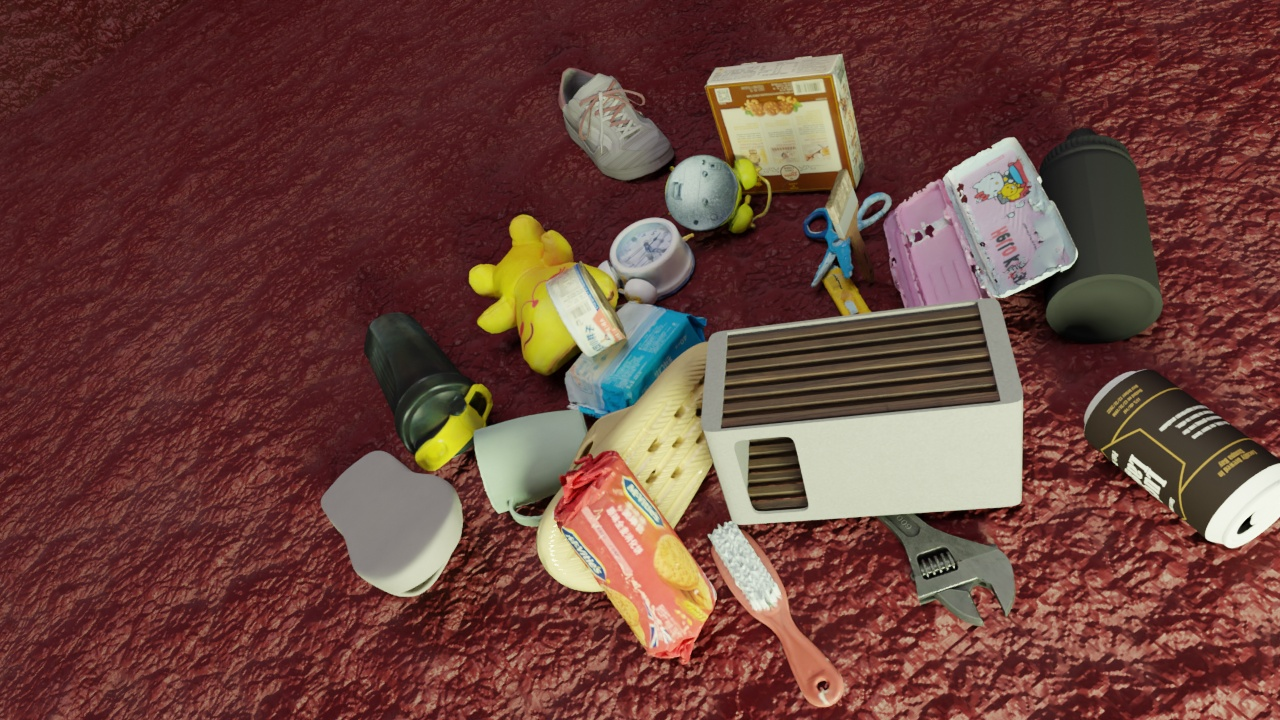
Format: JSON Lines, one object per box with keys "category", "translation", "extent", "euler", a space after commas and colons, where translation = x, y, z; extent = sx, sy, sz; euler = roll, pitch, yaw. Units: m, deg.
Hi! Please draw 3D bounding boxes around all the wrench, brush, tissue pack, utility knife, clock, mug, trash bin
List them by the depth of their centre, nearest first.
{"category": "brush", "translation": [0.103, 0.194, 0.724], "extent": [0.041, 0.030, 0.172], "euler": [-32, 46, -3]}
{"category": "trash bin", "translation": [0.176, 0.044, 0.736], "extent": [0.229, 0.114, 0.114], "euler": [-7, 42, 15]}
{"category": "wrench", "translation": [0.196, 0.114, 0.757], "extent": [0.073, 0.018, 0.273], "euler": [-36, 44, -7]}
{"category": "brush", "translation": [0.202, -0.117, 0.862], "extent": [0.008, 0.143, 0.045], "euler": [9, 65, 33]}
{"category": "mug", "translation": [-0.093, 0.103, 0.862], "extent": [0.104, 0.084, 0.111], "euler": [-16, 51, -2]}
{"category": "utility knife", "translation": [0.208, -0.046, 0.891], "extent": [0.030, 0.017, 0.159], "euler": [-17, 43, -1]}
{"category": "tissue pack", "translation": [-0.005, 0.005, 0.916], "extent": [0.093, 0.062, 0.144], "euler": [16, 58, 41]}
{"category": "clock", "translation": [0.002, -0.102, 1.014], "extent": [0.089, 0.052, 0.125], "euler": [31, 72, 39]}
{"category": "clock", "translation": [0.085, -0.184, 1.020], "extent": [0.119, 0.057, 0.083], "euler": [7, 98, 15]}

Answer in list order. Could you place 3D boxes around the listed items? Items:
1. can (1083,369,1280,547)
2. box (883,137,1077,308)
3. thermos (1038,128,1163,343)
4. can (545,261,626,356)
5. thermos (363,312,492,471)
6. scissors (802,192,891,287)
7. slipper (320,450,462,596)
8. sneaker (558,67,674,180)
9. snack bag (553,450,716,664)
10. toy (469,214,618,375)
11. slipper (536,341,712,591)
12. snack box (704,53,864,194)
{"category": "can", "translation": [0.392, 0.067, 0.663], "extent": [0.072, 0.072, 0.128], "euler": [-33, 46, -4]}
{"category": "box", "translation": [0.301, -0.111, 0.838], "extent": [0.153, 0.037, 0.200], "euler": [-32, 34, 29]}
{"category": "thermos", "translation": [0.398, -0.119, 0.809], "extent": [0.086, 0.086, 0.198], "euler": [-4, 51, 23]}
{"category": "can", "translation": [-0.052, -0.049, 0.884], "extent": [0.043, 0.086, 0.086], "euler": [-30, 45, 4]}
{"category": "thermos", "translation": [-0.236, 0.025, 0.993], "extent": [0.098, 0.098, 0.221], "euler": [-37, 41, -8]}
{"category": "scissors", "translation": [0.197, -0.124, 0.952], "extent": [0.118, 0.013, 0.139], "euler": [9, 59, 47]}
{"category": "slipper", "translation": [-0.231, 0.165, 0.889], "extent": [0.112, 0.081, 0.266], "euler": [-43, 29, -21]}
{"category": "sneaker", "translation": [-0.044, -0.318, 1.193], "extent": [0.099, 0.089, 0.236], "euler": [-38, 46, -8]}
{"category": "snack bag", "translation": [-0.007, 0.151, 0.724], "extent": [0.082, 0.176, 0.082], "euler": [-33, 9, 6]}
{"category": "toy", "translation": [-0.106, -0.067, 1.009], "extent": [0.134, 0.087, 0.194], "euler": [-51, 46, 3]}
{"category": "slipper", "translation": [-0.001, 0.091, 0.824], "extent": [0.260, 0.111, 0.079], "euler": [-50, 24, -20]}
{"category": "snack box", "translation": [0.158, -0.252, 0.998], "extent": [0.143, 0.147, 0.041], "euler": [3, 48, 29]}
